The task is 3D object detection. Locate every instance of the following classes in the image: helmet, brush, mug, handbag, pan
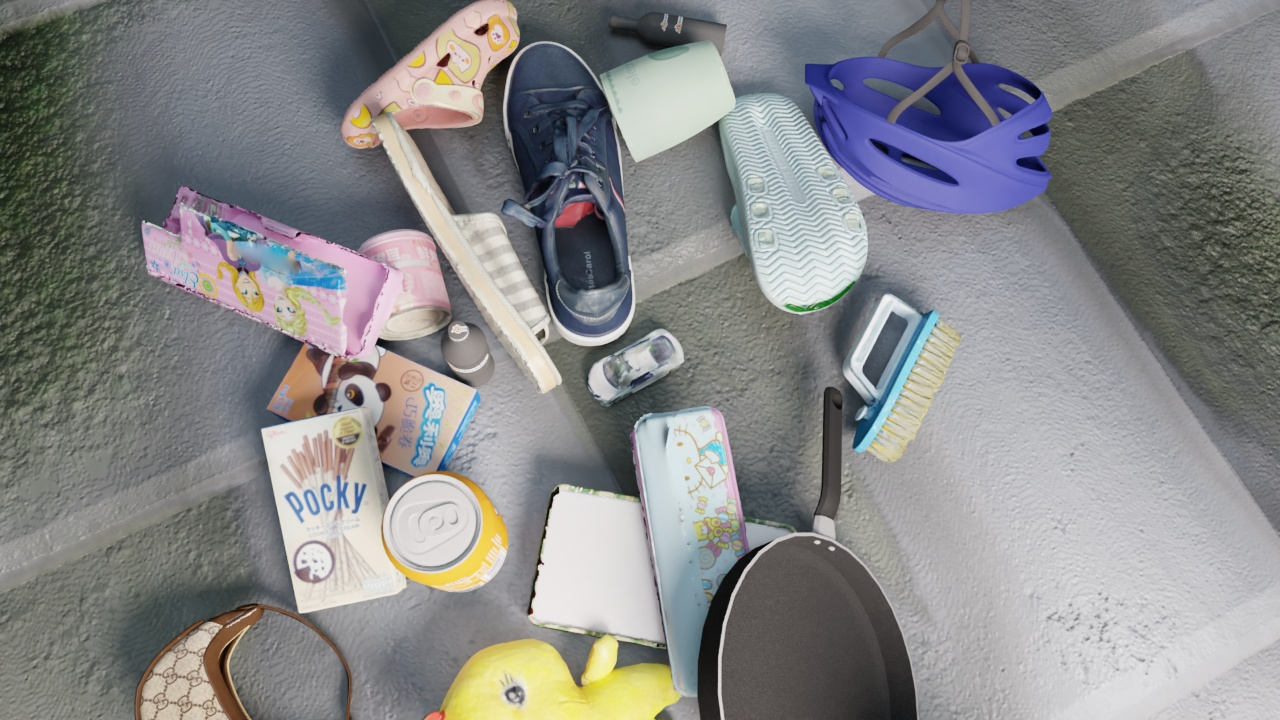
[{"bbox_3d":[0.264,-0.237,0.779,0.241,0.228,0.147,14,42,-2],"label":"helmet"},{"bbox_3d":[0.210,0.017,0.784,0.075,0.055,0.135,30,74,1],"label":"brush"},{"bbox_3d":[0.025,-0.246,0.836,0.104,0.084,0.111,-22,33,7],"label":"mug"},{"bbox_3d":[-0.284,0.266,0.687,0.138,0.063,0.166,-36,78,-22],"label":"handbag"},{"bbox_3d":[0.133,0.182,0.693,0.225,0.034,0.355,28,56,-33],"label":"pan"}]

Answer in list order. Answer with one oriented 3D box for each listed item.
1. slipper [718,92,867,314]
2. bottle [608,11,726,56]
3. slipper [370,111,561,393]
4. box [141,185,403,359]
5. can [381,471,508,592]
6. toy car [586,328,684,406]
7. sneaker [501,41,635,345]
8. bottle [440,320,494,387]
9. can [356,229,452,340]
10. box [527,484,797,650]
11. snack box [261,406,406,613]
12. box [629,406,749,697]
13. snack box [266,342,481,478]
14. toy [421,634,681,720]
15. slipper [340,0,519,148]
[{"bbox_3d":[0.128,-0.141,0.822,0.104,0.074,0.245,-9,58,-6],"label":"slipper"},{"bbox_3d":[0.025,-0.319,0.889,0.113,0.030,0.030,10,73,0],"label":"bottle"},{"bbox_3d":[-0.139,-0.094,0.766,0.054,0.115,0.272,-33,83,-14],"label":"slipper"},{"bbox_3d":[-0.313,-0.077,0.743,0.230,0.077,0.084,21,87,19],"label":"box"},{"bbox_3d":[-0.144,0.130,0.687,0.079,0.143,0.079,1,73,-3],"label":"can"},{"bbox_3d":[-0.005,0.005,0.792,0.089,0.027,0.038,-29,79,-11],"label":"toy car"},{"bbox_3d":[-0.066,-0.167,0.792,0.120,0.127,0.294,-10,72,-7],"label":"sneaker"},{"bbox_3d":[-0.141,-0.007,0.745,0.036,0.110,0.036,1,73,-3],"label":"bottle"},{"bbox_3d":[-0.201,-0.064,0.782,0.067,0.067,0.076,-16,75,-8],"label":"can"},{"bbox_3d":[0.018,0.172,0.733,0.205,0.050,0.117,8,76,0],"label":"box"},{"bbox_3d":[-0.242,0.117,0.726,0.082,0.026,0.150,-13,88,2],"label":"snack box"},{"bbox_3d":[0.044,0.141,0.698,0.076,0.036,0.214,-8,76,-5],"label":"box"},{"bbox_3d":[-0.221,0.036,0.768,0.151,0.034,0.087,24,75,4],"label":"snack box"},{"bbox_3d":[-0.065,0.273,0.680,0.207,0.092,0.133,-1,83,-13],"label":"toy"},{"bbox_3d":[-0.179,-0.244,0.835,0.197,0.093,0.081,-42,100,-12],"label":"slipper"}]
